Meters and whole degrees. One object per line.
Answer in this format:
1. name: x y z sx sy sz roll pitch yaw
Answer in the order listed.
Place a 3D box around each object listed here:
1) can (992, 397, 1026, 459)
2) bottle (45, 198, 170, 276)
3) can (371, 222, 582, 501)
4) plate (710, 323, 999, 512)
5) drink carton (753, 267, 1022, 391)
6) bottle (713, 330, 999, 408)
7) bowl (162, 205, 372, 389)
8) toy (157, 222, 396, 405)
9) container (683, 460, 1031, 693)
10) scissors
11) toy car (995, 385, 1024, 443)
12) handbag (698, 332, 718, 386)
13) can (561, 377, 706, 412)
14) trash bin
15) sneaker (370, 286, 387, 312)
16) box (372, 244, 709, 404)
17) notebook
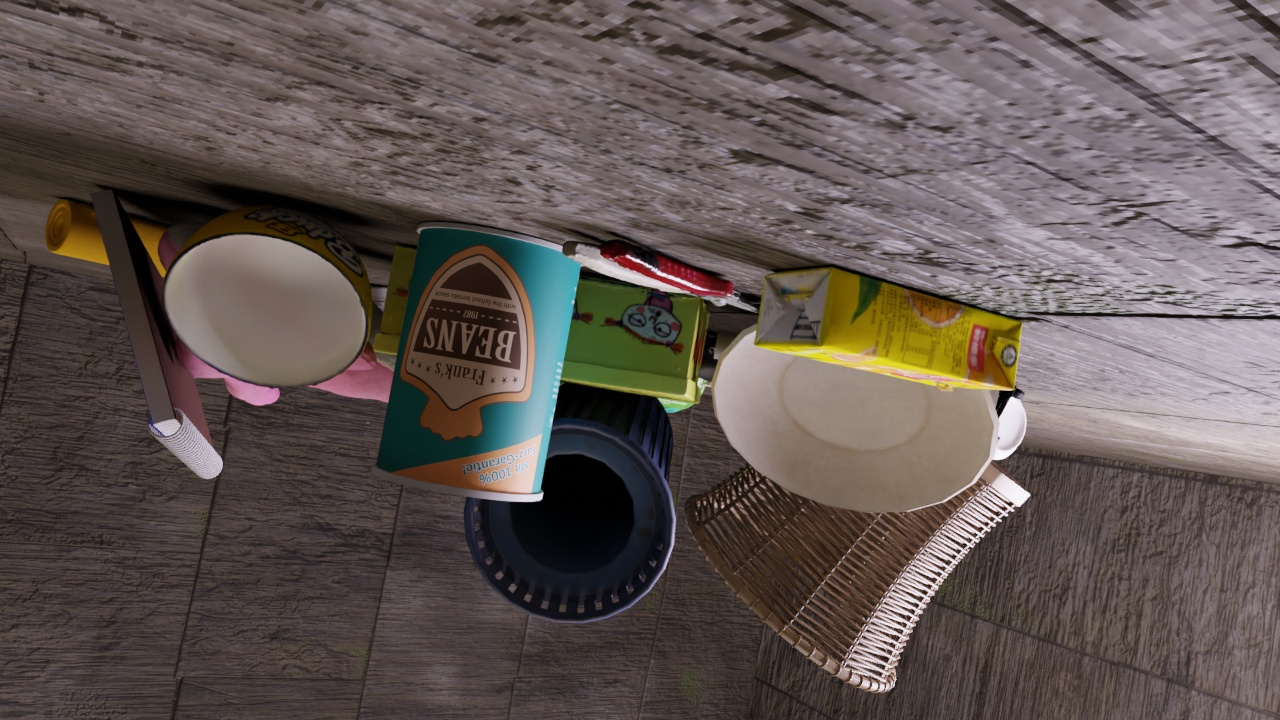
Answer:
1. can: 0.321 0.058 0.938 0.071 0.072 0.129 12 177 -29
2. bottle: -0.407 -0.094 0.763 0.043 0.043 0.143 8 177 35
3. can: -0.094 0.002 0.540 0.099 0.144 0.099 10 177 0
4. plate: 0.143 0.032 0.622 0.189 0.027 0.189 14 136 14
5. drink carton: 0.132 -0.013 0.482 0.134 0.043 0.059 11 176 -28
6. bottle: 0.151 0.005 0.659 0.195 0.052 0.052 10 177 7
7. bowl: -0.223 -0.047 0.567 0.117 0.117 0.067 11 -142 -13
8. toy: -0.257 -0.008 0.704 0.265 0.128 0.186 33 -170 -45
9. container: 0.186 0.124 0.774 0.227 0.196 0.226 37 -170 -8
10. scissors: 0.034 -0.043 0.525 0.188 0.015 0.140 9 177 -23
11. toy car: 0.283 0.035 0.783 0.049 0.051 0.100 27 -175 3
12. handbag: 0.103 0.001 0.891 0.128 0.054 0.079 16 163 -42
13. can: -0.005 0.005 0.912 0.083 0.083 0.144 8 176 43
14. trash bin: -0.040 0.089 0.723 0.139 0.139 0.249 10 -171 2
15. sneaker: -0.212 -0.020 1.065 0.236 0.089 0.099 11 177 -27
16. box: -0.062 -0.021 0.663 0.221 0.079 0.124 11 178 6
17. notebook: -0.357 -0.006 0.688 0.022 0.171 0.210 -16 171 -21
